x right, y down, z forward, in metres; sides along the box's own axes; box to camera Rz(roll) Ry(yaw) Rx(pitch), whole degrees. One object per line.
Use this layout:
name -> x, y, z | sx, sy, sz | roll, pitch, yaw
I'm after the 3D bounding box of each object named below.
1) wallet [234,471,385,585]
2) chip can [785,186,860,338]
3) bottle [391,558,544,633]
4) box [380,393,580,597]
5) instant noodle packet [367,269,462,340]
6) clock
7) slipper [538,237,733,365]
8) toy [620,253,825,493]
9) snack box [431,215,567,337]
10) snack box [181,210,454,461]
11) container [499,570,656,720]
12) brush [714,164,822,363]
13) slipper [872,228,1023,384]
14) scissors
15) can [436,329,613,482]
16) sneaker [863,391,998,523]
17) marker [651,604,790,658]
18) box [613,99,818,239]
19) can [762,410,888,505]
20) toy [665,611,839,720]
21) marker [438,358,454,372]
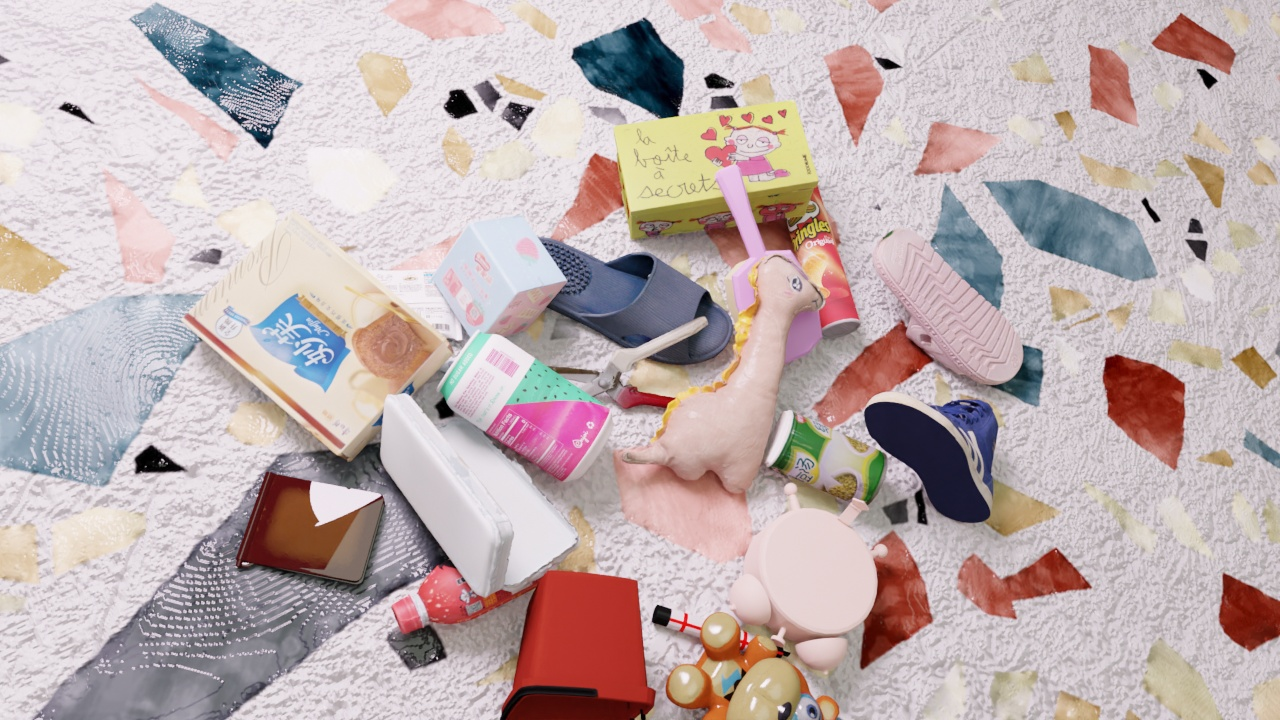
wallet -> -0.309, 0.160, 0.865 | 0.115, 0.018, 0.091 | 12, 64, -6
chip can -> 0.215, -0.133, 1.119 | 0.051, 0.052, 0.214 | -5, 68, -18
bottle -> -0.162, 0.210, 0.856 | 0.137, 0.062, 0.062 | -22, 74, -24
box -> -0.161, 0.107, 0.841 | 0.129, 0.106, 0.211 | -31, 54, -31
instant noodle packet -> -0.260, -0.059, 0.969 | 0.134, 0.026, 0.087 | -3, 67, -17
clock -> 0.176, 0.218, 0.933 | 0.131, 0.086, 0.160 | 34, 64, 1
slipper -> -0.016, -0.075, 1.014 | 0.263, 0.083, 0.101 | 21, 65, -5
toy -> 0.095, 0.006, 0.977 | 0.196, 0.065, 0.264 | 13, 88, -22
snack box -> -0.148, -0.085, 0.962 | 0.079, 0.095, 0.093 | -21, 71, -48
snack box -> -0.314, -0.024, 0.904 | 0.207, 0.055, 0.153 | 40, 77, 4
container -> -0.053, 0.300, 0.797 | 0.127, 0.148, 0.200 | 9, 55, -13
brush -> 0.131, -0.108, 1.037 | 0.089, 0.043, 0.229 | -24, 100, -12
slipper -> 0.364, -0.057, 1.121 | 0.239, 0.065, 0.094 | 45, 66, -8
scissors -> 0.001, 0.014, 0.991 | 0.196, 0.015, 0.179 | 33, 95, -18
can -> -0.113, 0.046, 0.918 | 0.166, 0.088, 0.088 | 34, 62, -7
sneaker -> 0.330, 0.066, 1.000 | 0.233, 0.092, 0.118 | 45, 53, -31
marker -> 0.083, 0.274, 0.918 | 0.145, 0.019, 0.019 | 19, 63, -7
box -> 0.084, -0.223, 1.082 | 0.221, 0.083, 0.124 | -6, 68, -5
can -> 0.199, 0.107, 0.998 | 0.121, 0.067, 0.067 | 24, 62, -4
toy -> 0.111, 0.326, 0.869 | 0.176, 0.096, 0.112 | 41, 65, -8
marker -> -0.174, 0.016, 0.965 | 0.146, 0.017, 0.017 | 20, 63, -6
